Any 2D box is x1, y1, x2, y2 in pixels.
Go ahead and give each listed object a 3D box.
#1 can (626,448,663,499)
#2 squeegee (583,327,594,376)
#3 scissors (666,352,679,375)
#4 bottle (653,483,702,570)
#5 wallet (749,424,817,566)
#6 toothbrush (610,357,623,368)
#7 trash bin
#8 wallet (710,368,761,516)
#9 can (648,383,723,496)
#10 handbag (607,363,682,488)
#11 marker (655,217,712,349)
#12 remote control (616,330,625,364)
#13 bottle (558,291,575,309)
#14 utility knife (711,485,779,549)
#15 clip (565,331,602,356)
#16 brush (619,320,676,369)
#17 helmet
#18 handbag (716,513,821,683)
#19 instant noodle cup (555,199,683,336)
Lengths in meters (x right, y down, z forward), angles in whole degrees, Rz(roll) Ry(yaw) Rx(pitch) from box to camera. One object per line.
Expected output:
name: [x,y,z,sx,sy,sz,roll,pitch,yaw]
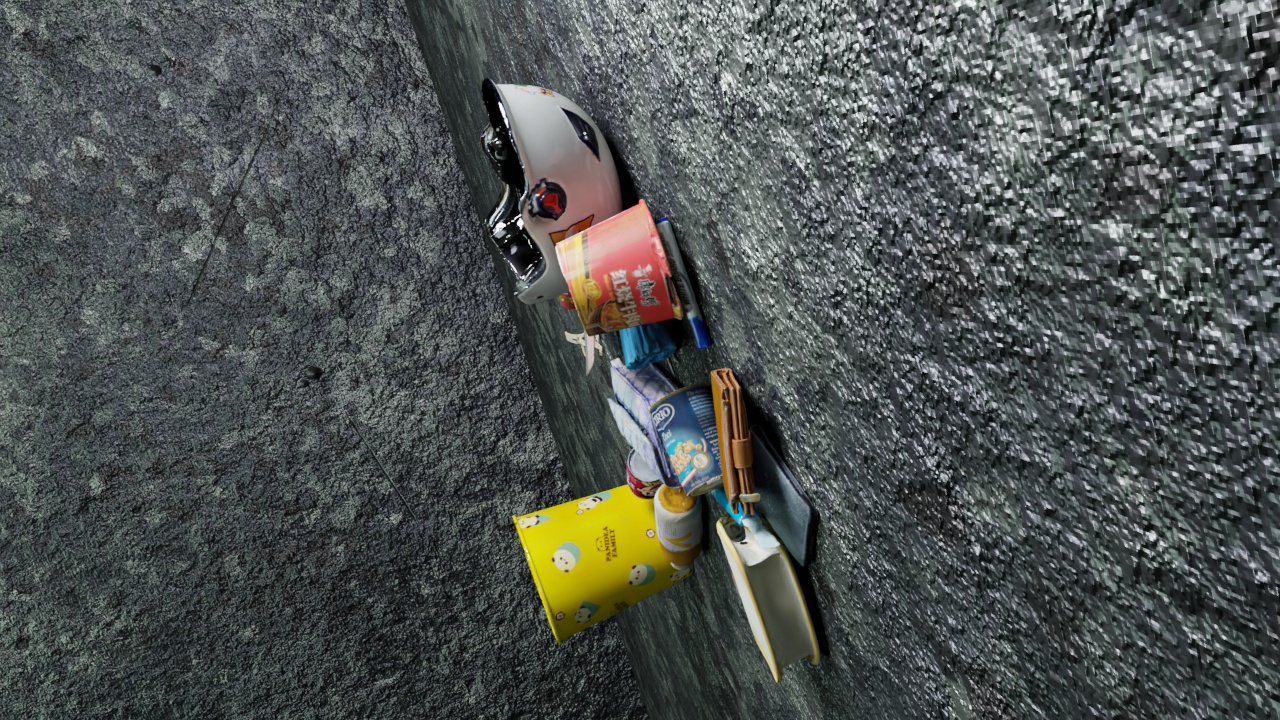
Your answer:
can: [0.011,0.177,1.450,0.094,0.066,0.066,93,154,-63]
squeegee: [-0.075,-0.148,1.379,0.247,0.040,0.250,-96,3,-52]
scissors: [0.008,-0.062,1.206,0.164,0.012,0.162,-143,34,-66]
bottle: [0.058,0.249,1.352,0.190,0.068,0.068,84,162,-50]
wallet: [0.140,0.136,0.919,0.097,0.019,0.120,84,161,-46]
toothbrush: [-0.010,0.054,1.468,0.016,0.016,0.180,78,166,-44]
trash bin: [-0.063,0.329,1.575,0.230,0.255,0.229,159,91,-79]
wallet: [0.092,0.082,0.918,0.119,0.035,0.131,-115,17,-79]
can: [0.065,0.091,1.039,0.075,0.075,0.111,101,146,-69]
handbag: [0.013,0.080,1.261,0.194,0.075,0.134,-137,29,-68]
marker: [0.046,-0.083,0.985,0.017,0.017,0.146,177,73,-78]
remote control: [-0.008,0.008,1.364,0.053,0.024,0.136,-133,24,-58]
bottle: [-0.124,-0.155,1.541,0.175,0.057,0.057,86,161,-53]
utility knife: [0.111,0.164,0.973,0.238,0.034,0.018,-135,40,-83]
clip: [-0.097,-0.037,1.667,0.100,0.071,0.035,38,148,58]
brush: [-0.015,-0.038,1.211,0.315,0.060,0.109,137,115,-79]
helmet: [-0.102,-0.208,1.117,0.230,0.156,0.275,-123,28,-52]
handbag: [0.134,0.246,1.027,0.178,0.063,0.163,-133,24,-74]
instant noodle cup: [-0.025,-0.094,1.004,0.138,0.108,0.138,-14,-95,-89]
